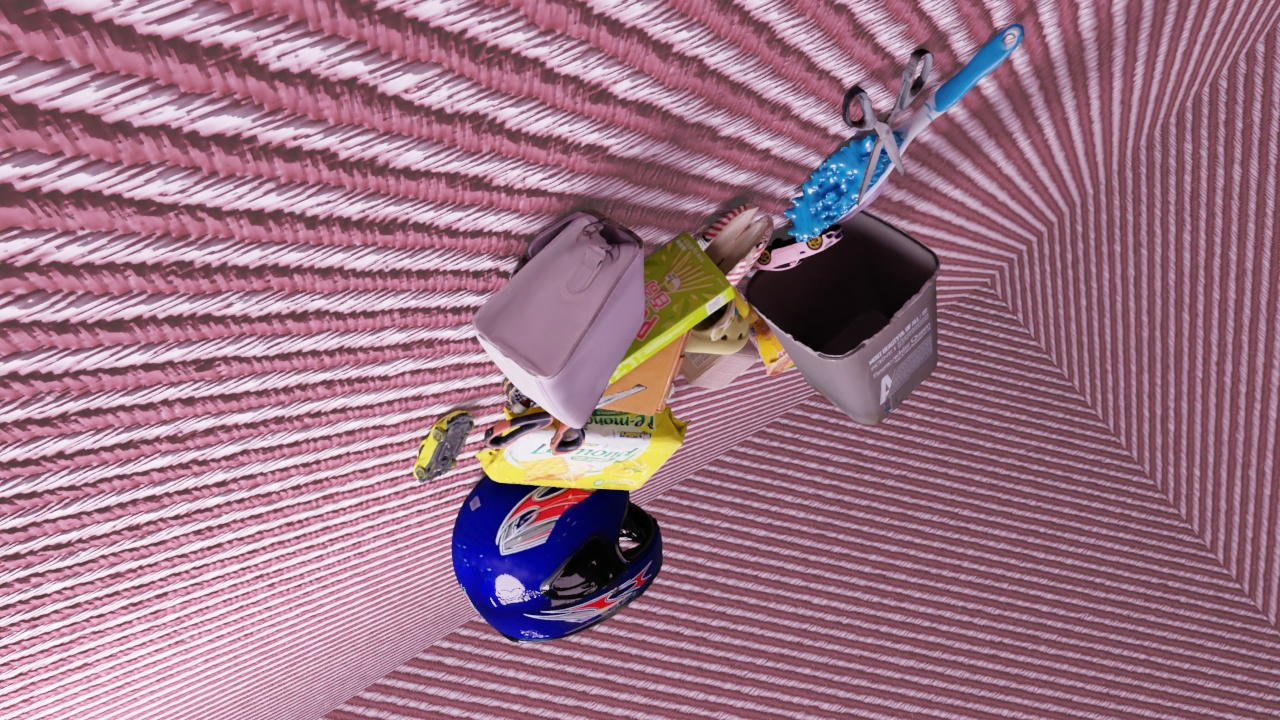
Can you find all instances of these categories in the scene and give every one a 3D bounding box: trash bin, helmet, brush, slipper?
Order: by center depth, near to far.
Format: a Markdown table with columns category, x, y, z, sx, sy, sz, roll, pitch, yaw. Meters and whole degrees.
| category | x | y | z | sx | sy | sz | roll | pitch | yaw |
| --- | --- | --- | --- | --- | --- | --- | --- | --- | --- |
| brush | 0.291 | -0.253 | 1.022 | 0.315 | 0.060 | 0.109 | -45 | 170 | 30 |
| slipper | 0.088 | -0.058 | 1.122 | 0.082 | 0.091 | 0.190 | -45 | 161 | 29 |
| trash bin | 0.284 | -0.047 | 1.213 | 0.199 | 0.198 | 0.220 | -42 | 139 | -6 |
| helmet | -0.118 | 0.244 | 1.331 | 0.314 | 0.247 | 0.241 | -22 | 120 | -28 |

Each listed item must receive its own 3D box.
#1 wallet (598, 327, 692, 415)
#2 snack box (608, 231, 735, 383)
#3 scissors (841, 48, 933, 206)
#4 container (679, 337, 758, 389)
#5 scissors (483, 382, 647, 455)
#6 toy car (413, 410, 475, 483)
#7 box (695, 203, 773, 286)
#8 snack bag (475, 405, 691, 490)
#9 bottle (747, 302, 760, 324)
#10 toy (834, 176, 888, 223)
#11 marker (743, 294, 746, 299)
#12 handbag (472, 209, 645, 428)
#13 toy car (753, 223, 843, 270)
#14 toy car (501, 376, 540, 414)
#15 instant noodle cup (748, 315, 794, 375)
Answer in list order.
| category | x | y | z | sx | sy | sz | roll | pitch | yaw |
| --- | --- | --- | --- | --- | --- | --- | --- | --- | --- |
| wallet | -0.005 | -0.002 | 1.010 | 0.107 | 0.031 | 0.132 | 9 | 121 | -15 |
| snack box | 0.009 | -0.055 | 0.930 | 0.156 | 0.085 | 0.026 | -34 | 152 | -1 |
| scissors | 0.248 | -0.235 | 0.937 | 0.159 | 0.014 | 0.181 | -5 | 131 | -39 |
| container | 0.097 | -0.015 | 1.300 | 0.090 | 0.090 | 0.110 | -40 | 164 | 18 |
| scissors | -0.085 | 0.067 | 1.023 | 0.189 | 0.015 | 0.222 | -5 | 153 | -1 |
| toy car | -0.219 | 0.091 | 1.009 | 0.048 | 0.032 | 0.105 | -18 | 147 | -51 |
| box | 0.072 | -0.114 | 0.998 | 0.164 | 0.081 | 0.074 | -48 | -167 | 40 |
| snack bag | -0.076 | 0.106 | 1.187 | 0.246 | 0.068 | 0.158 | 6 | 148 | -23 |
| bottle | 0.235 | -0.125 | 1.305 | 0.218 | 0.065 | 0.065 | -34 | 167 | 1 |
| toy | 0.265 | -0.204 | 1.156 | 0.108 | 0.039 | 0.084 | -37 | -175 | -9 |
| marker | 0.209 | -0.125 | 1.345 | 0.145 | 0.017 | 0.017 | -34 | 167 | -7 |
| handbag | -0.060 | -0.034 | 0.809 | 0.144 | 0.098 | 0.197 | -50 | 168 | -10 |
| toy car | 0.195 | -0.138 | 1.139 | 0.123 | 0.037 | 0.056 | -14 | -163 | 38 |
| toy car | -0.098 | 0.027 | 1.051 | 0.071 | 0.041 | 0.155 | -37 | 162 | 20 |
| instant noodle cup | 0.220 | -0.059 | 1.399 | 0.138 | 0.110 | 0.138 | -33 | 168 | -9 |
